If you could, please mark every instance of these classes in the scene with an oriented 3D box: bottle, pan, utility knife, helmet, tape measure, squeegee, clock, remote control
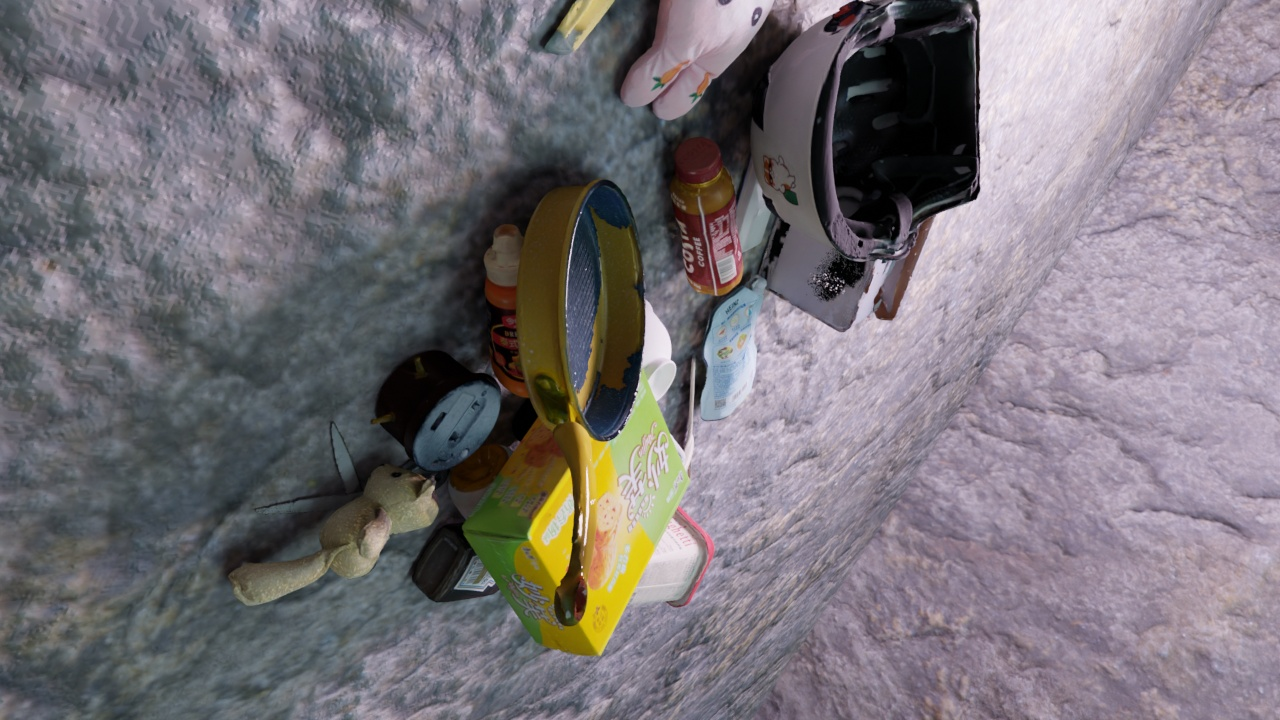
[{"bbox_3d":[-0.091,-0.040,0.705,0.066,0.067,0.150,-38,142,-30],"label":"bottle"},{"bbox_3d":[-0.038,0.020,0.643,0.198,0.078,0.356,74,23,-44],"label":"pan"},{"bbox_3d":[0.003,-0.291,0.617,0.216,0.022,0.031,-58,160,-2],"label":"utility knife"},{"bbox_3d":[0.192,-0.217,0.842,0.273,0.157,0.230,-33,124,-29],"label":"helmet"},{"bbox_3d":[-0.086,0.058,0.842,0.056,0.039,0.058,-26,142,-45],"label":"tape measure"},{"bbox_3d":[-0.141,0.196,0.912,0.080,0.044,0.194,-58,154,7],"label":"bottle"},{"bbox_3d":[0.061,-0.130,0.844,0.057,0.057,0.175,-46,152,-17],"label":"bottle"},{"bbox_3d":[0.015,0.157,1.073,0.245,0.039,0.247,-51,155,-32],"label":"squeegee"},{"bbox_3d":[-0.106,0.158,0.834,0.067,0.068,0.190,-43,129,-22],"label":"bottle"},{"bbox_3d":[-0.148,0.040,0.704,0.082,0.055,0.122,-56,154,0],"label":"clock"},{"bbox_3d":[0.120,-0.166,0.938,0.048,0.024,0.125,-29,143,-42],"label":"remote control"}]

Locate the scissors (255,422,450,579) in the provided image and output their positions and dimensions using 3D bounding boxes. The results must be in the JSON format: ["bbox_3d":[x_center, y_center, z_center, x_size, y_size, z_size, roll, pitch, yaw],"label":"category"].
[{"bbox_3d":[-0.216,0.106,0.716,0.159,0.014,0.180,-33,145,-35],"label":"scissors"}]

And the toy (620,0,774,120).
[{"bbox_3d":[0.048,-0.253,0.690,0.121,0.054,0.160,-5,134,-56],"label":"toy"}]

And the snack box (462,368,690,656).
[{"bbox_3d":[-0.045,0.122,0.797,0.209,0.070,0.158,-57,136,-40],"label":"snack box"}]

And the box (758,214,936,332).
[{"bbox_3d":[0.260,-0.152,1.046,0.173,0.152,0.183,-30,144,-44],"label":"box"}]

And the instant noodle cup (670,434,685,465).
[{"bbox_3d":[-0.042,0.129,0.963,0.173,0.060,0.138,-50,144,-11],"label":"instant noodle cup"}]

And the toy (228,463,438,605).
[{"bbox_3d":[-0.221,0.130,0.675,0.157,0.066,0.105,-29,173,-28],"label":"toy"}]

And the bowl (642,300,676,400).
[{"bbox_3d":[-0.005,0.005,0.887,0.118,0.065,0.118,-39,149,-29],"label":"bowl"}]

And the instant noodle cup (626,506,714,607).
[{"bbox_3d":[0.009,0.248,1.154,0.124,0.116,0.117,-1,122,-45],"label":"instant noodle cup"}]

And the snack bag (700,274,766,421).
[{"bbox_3d":[0.108,-0.013,1.083,0.110,0.039,0.191,-35,146,-24],"label":"snack bag"}]
